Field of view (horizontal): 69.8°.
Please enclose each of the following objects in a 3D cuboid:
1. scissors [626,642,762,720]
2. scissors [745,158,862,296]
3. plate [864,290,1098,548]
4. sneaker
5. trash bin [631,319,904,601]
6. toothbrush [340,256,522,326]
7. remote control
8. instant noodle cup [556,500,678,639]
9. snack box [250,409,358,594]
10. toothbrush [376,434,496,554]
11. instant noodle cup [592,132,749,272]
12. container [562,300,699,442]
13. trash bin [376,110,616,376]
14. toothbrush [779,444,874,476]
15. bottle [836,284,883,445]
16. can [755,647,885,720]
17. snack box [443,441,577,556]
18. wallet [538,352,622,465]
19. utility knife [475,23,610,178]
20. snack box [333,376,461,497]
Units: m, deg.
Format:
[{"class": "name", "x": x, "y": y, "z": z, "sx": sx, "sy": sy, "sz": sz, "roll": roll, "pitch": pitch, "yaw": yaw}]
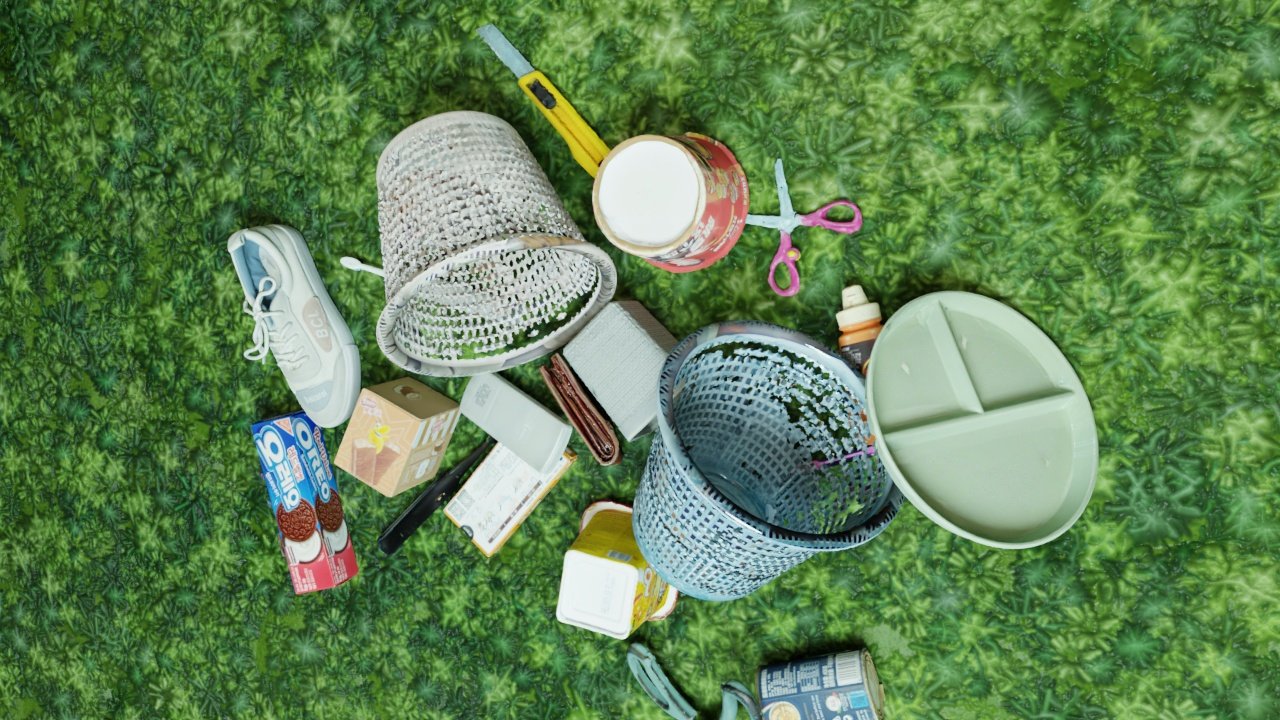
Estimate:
[{"class": "scissors", "x": 0.056, "y": 0.342, "z": 0.932, "sx": 0.175, "sy": 0.019, "sz": 0.170, "roll": 45, "pitch": 141, "yaw": 13}, {"class": "scissors", "x": 0.149, "y": -0.130, "z": 0.886, "sx": 0.136, "sy": 0.017, "sz": 0.133, "roll": -8, "pitch": 91, "yaw": 22}, {"class": "plate", "x": 0.290, "y": 0.048, "z": 0.785, "sx": 0.230, "sy": 0.028, "sz": 0.229, "roll": 7, "pitch": 68, "yaw": -17}, {"class": "sneaker", "x": -0.391, "y": -0.038, "z": 1.024, "sx": 0.090, "sy": 0.090, "sz": 0.242, "roll": -20, "pitch": 91, "yaw": 19}, {"class": "trash bin", "x": 0.089, "y": 0.109, "z": 0.825, "sx": 0.226, "sy": 0.225, "sz": 0.196, "roll": 39, "pitch": 138, "yaw": 9}, {"class": "toothbrush", "x": -0.233, "y": -0.080, "z": 1.003, "sx": 0.221, "sy": 0.026, "sz": 0.026, "roll": 18, "pitch": 76, "yaw": 14}, {"class": "remote control", "x": -0.133, "y": 0.061, "z": 0.964, "sx": 0.150, "sy": 0.021, "sz": 0.058, "roll": 32, "pitch": 98, "yaw": 36}, {"class": "instant noodle cup", "x": -0.024, "y": 0.215, "z": 0.924, "sx": 0.116, "sy": 0.123, "sz": 0.116, "roll": 12, "pitch": 100, "yaw": 15}, {"class": "snack box", "x": -0.390, "y": 0.162, "z": 1.067, "sx": 0.058, "sy": 0.057, "sz": 0.207, "roll": -13, "pitch": 92, "yaw": 15}, {"class": "toothbrush", "x": -0.222, "y": 0.142, "z": 1.029, "sx": 0.026, "sy": 0.027, "sz": 0.213, "roll": 33, "pitch": 110, "yaw": -35}, {"class": "instant noodle cup", "x": 0.025, "y": -0.150, "z": 0.868, "sx": 0.138, "sy": 0.108, "sz": 0.138, "roll": 2, "pitch": 97, "yaw": 20}, {"class": "container", "x": -0.005, "y": 0.005, "z": 0.913, "sx": 0.090, "sy": 0.090, "sz": 0.114, "roll": -44, "pitch": 80, "yaw": 16}, {"class": "trash bin", "x": -0.159, "y": -0.120, "z": 0.881, "sx": 0.228, "sy": 0.227, "sz": 0.192, "roll": -30, "pitch": 66, "yaw": 18}, {"class": "toothbrush", "x": 0.224, "y": 0.087, "z": 0.892, "sx": 0.189, "sy": 0.017, "sz": 0.014, "roll": -18, "pitch": 90, "yaw": 22}, {"class": "bottle", "x": 0.216, "y": 0.002, "z": 0.860, "sx": 0.067, "sy": 0.066, "sz": 0.149, "roll": -15, "pitch": 86, "yaw": 18}, {"class": "can", "x": 0.178, "y": 0.329, "z": 0.902, "sx": 0.111, "sy": 0.075, "sz": 0.075, "roll": -17, "pitch": 92, "yaw": 18}, {"class": "snack box", "x": -0.144, "y": 0.136, "z": 1.003, "sx": 0.075, "sy": 0.026, "sz": 0.154, "roll": 43, "pitch": 106, "yaw": 9}, {"class": "wallet", "x": -0.058, "y": 0.054, "z": 0.930, "sx": 0.032, "sy": 0.101, "sz": 0.124, "roll": -34, "pitch": 85, "yaw": -6}, {"class": "utility knife", "x": -0.097, "y": -0.265, "z": 0.939, "sx": 0.033, "sy": 0.015, "sz": 0.230, "roll": -43, "pitch": 79, "yaw": 12}, {"class": "snack box", "x": -0.261, "y": 0.080, "z": 0.997, "sx": 0.077, "sy": 0.092, "sz": 0.094, "roll": 28, "pitch": 104, "yaw": 12}]
